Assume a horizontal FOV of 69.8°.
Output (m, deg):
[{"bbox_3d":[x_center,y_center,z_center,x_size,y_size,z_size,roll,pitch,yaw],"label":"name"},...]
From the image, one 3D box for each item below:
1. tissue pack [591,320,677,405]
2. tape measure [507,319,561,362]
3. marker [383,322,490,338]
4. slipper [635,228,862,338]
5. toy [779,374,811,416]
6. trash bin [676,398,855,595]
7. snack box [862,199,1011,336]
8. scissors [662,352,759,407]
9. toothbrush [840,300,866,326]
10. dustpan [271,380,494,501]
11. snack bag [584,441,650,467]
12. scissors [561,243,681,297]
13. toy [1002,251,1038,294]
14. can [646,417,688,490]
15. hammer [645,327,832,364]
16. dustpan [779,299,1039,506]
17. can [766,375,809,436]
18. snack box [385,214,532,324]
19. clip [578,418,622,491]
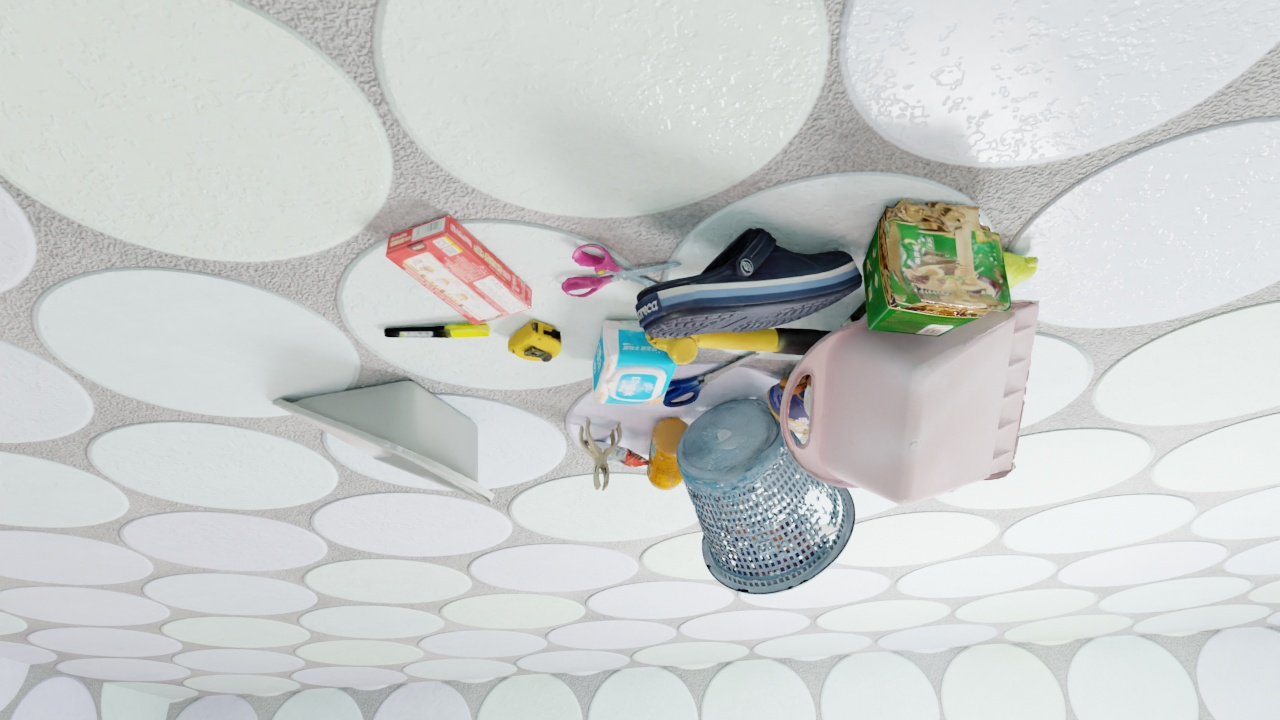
[{"bbox_3d":[-0.006,0.006,1.085,0.090,0.063,0.140,3,151,-9],"label":"tissue pack"},{"bbox_3d":[-0.120,-0.018,1.069,0.057,0.028,0.060,20,145,-36],"label":"tape measure"},{"bbox_3d":[-0.233,-0.034,1.050,0.124,0.015,0.018,-1,151,4],"label":"marker"},{"bbox_3d":[0.101,-0.078,0.905,0.252,0.095,0.105,-11,174,-31],"label":"slipper"},{"bbox_3d":[0.279,0.046,1.101,0.199,0.130,0.140,0,-170,-20],"label":"toy"},{"bbox_3d":[0.153,0.168,1.241,0.227,0.226,0.195,-15,125,22],"label":"trash bin"},{"bbox_3d":[0.278,-0.079,0.901,0.118,0.117,0.106,5,155,-8],"label":"snack box"},{"bbox_3d":[0.076,0.020,1.171,0.105,0.012,0.175,9,148,-20],"label":"scissors"},{"bbox_3d":[0.245,-0.044,1.059,0.012,0.017,0.186,13,148,-12],"label":"toothbrush"},{"bbox_3d":[-0.320,0.130,1.212,0.258,0.142,0.222,-15,149,19],"label":"dustpan"},{"bbox_3d":[-0.038,0.136,1.337,0.104,0.026,0.048,12,161,40],"label":"snack bag"},{"bbox_3d":[-0.026,-0.087,0.966,0.133,0.017,0.125,17,144,-37],"label":"scissors"},{"bbox_3d":[0.374,-0.083,0.983,0.097,0.031,0.100,-13,153,14],"label":"toy"},{"bbox_3d":[0.041,0.138,1.336,0.058,0.058,0.146,0,151,-4],"label":"can"},{"bbox_3d":[0.148,-0.023,1.009,0.300,0.129,0.033,3,109,-20],"label":"hammer"},{"bbox_3d":[0.298,0.040,1.021,0.272,0.223,0.139,-15,-153,-35],"label":"dustpan"},{"bbox_3d":[0.235,0.060,1.192,0.148,0.074,0.049,20,141,-31],"label":"can"},{"bbox_3d":[-0.182,-0.088,0.939,0.075,0.025,0.153,-14,149,23],"label":"snack box"},{"bbox_3d":[-0.046,0.127,1.286,0.096,0.101,0.035,-17,160,-34],"label":"clip"}]
